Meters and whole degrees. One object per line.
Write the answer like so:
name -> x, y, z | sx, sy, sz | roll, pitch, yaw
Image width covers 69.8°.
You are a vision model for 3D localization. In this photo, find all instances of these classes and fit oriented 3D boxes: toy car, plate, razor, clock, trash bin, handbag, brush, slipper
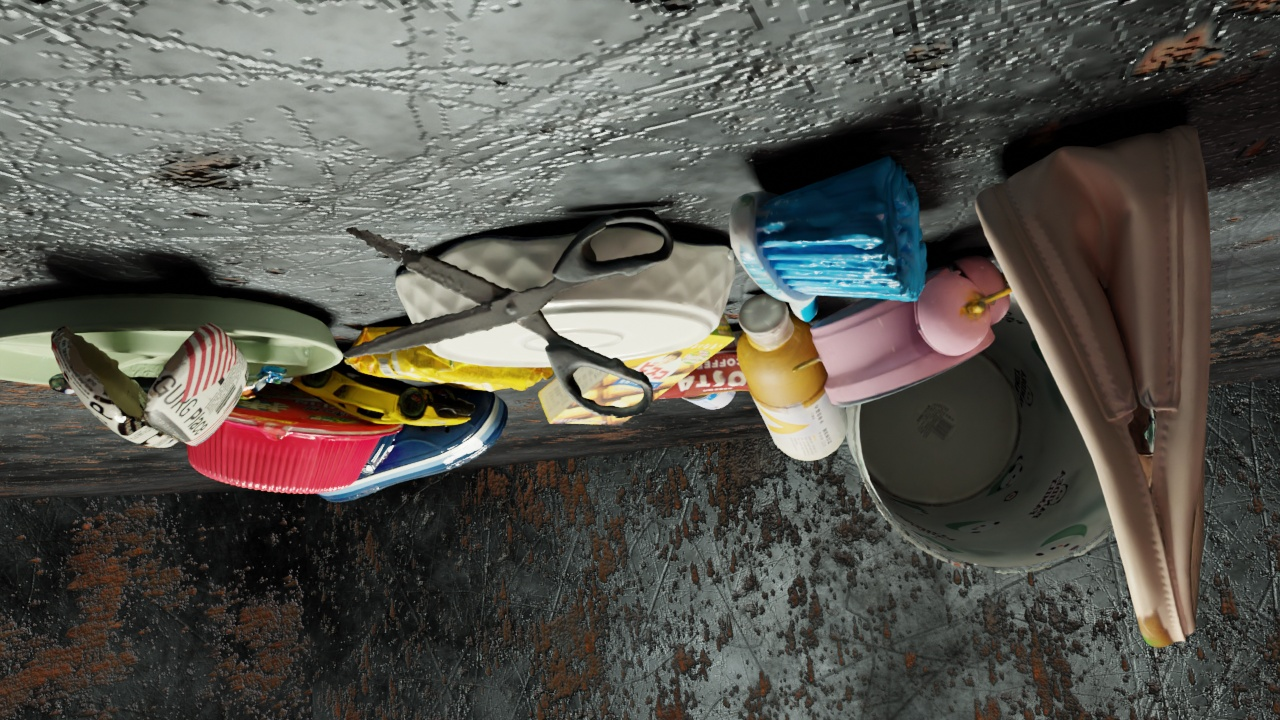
toy car -> -0.211, 0.029, 0.748 | 0.156, 0.041, 0.071 | 16, -178, 9
plate -> -0.043, -0.031, 0.563 | 0.205, 0.045, 0.205 | -4, 170, -1
razor -> -0.316, 0.017, 0.620 | 0.142, 0.022, 0.043 | 0, 168, -28
clock -> 0.188, -0.024, 0.618 | 0.159, 0.060, 0.117 | -23, -178, 39
trash bin -> 0.294, 0.057, 0.843 | 0.230, 0.229, 0.252 | -6, 178, 5
plate -> -0.319, -0.009, 0.610 | 0.230, 0.027, 0.230 | -6, 172, -1
handbag -> 0.244, 0.020, 0.454 | 0.094, 0.234, 0.193 | -12, 169, 30
brush -> 0.112, -0.052, 0.532 | 0.110, 0.060, 0.314 | -3, 176, 23
slipper -> -0.270, 0.078, 1.031 | 0.253, 0.105, 0.095 | -21, 126, 13

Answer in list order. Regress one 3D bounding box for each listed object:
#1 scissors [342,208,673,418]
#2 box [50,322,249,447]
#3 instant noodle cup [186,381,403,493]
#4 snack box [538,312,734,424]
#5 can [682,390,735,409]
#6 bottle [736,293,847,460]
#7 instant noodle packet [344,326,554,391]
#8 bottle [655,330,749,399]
scissors -> -0.060, -0.024, 0.465 | 0.181, 0.159, 0.014 | -30, -162, 5
box -> -0.272, 0.010, 0.536 | 0.087, 0.076, 0.163 | -32, 178, -22
instant noodle cup -> -0.302, 0.063, 0.771 | 0.194, 0.066, 0.193 | 12, -175, -1
snack box -> -0.004, 0.004, 0.722 | 0.141, 0.033, 0.086 | -40, 152, 31
can -> 0.068, 0.021, 0.964 | 0.053, 0.053, 0.134 | -7, 171, 13
bottle -> 0.121, 0.015, 0.745 | 0.068, 0.067, 0.189 | -8, 145, 19
instant noodle packet -> -0.144, -0.002, 0.697 | 0.111, 0.044, 0.128 | -4, 171, 28
bottle -> 0.049, 0.003, 0.818 | 0.175, 0.057, 0.057 | -4, 172, -9
